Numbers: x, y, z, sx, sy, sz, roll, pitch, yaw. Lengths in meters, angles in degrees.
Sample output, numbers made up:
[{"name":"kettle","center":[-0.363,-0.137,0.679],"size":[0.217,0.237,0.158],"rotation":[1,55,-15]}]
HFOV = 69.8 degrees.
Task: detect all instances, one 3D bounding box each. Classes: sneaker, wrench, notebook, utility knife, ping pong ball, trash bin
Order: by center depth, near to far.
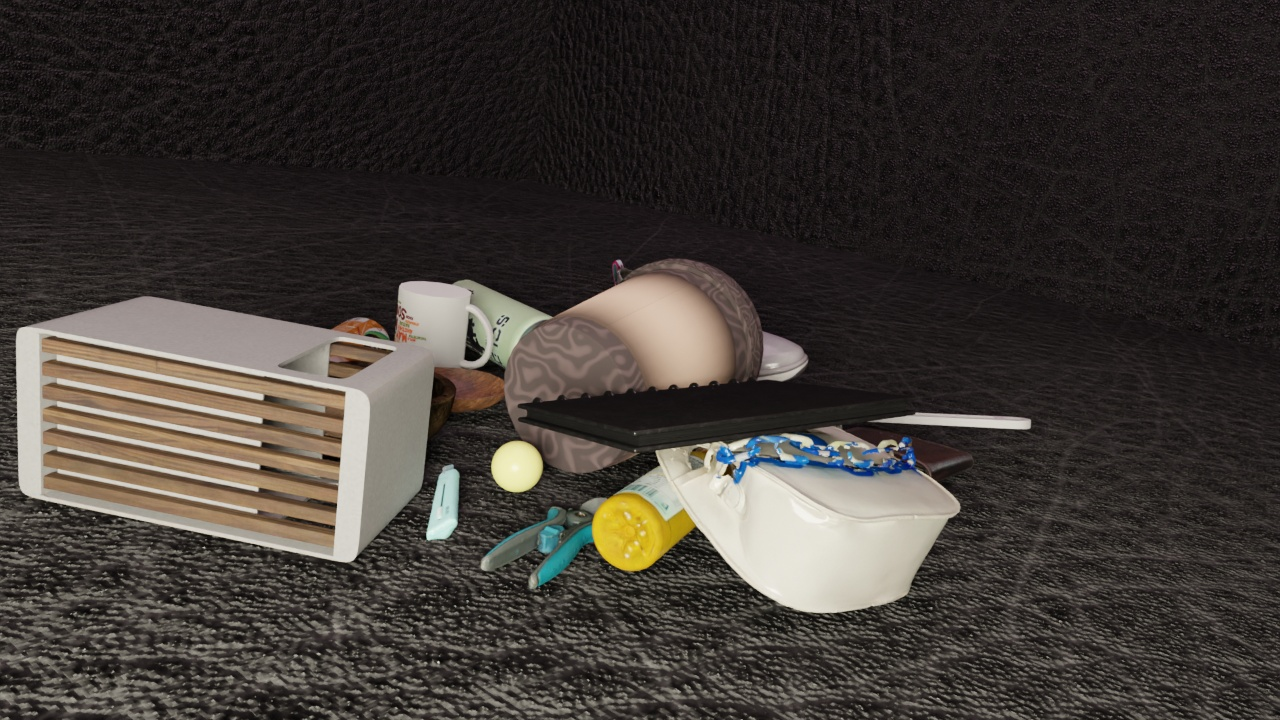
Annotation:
[{"name":"trash bin","center":[-0.273,0.039,0.623],"size":[0.229,0.114,0.114],"rotation":[10,15,5]},{"name":"notebook","center":[0.050,0.034,0.652],"size":[0.231,0.019,0.169],"rotation":[-4,6,-32]},{"name":"utility knife","center":[-0.142,0.101,0.673],"size":[0.022,0.015,0.119],"rotation":[-24,17,-2]},{"name":"ping pong ball","center":[-0.096,0.083,0.716],"size":[0.040,0.040,0.040],"rotation":[9,15,-2]},{"name":"wrench","center":[0.271,0.061,0.977],"size":[0.273,0.018,0.086],"rotation":[2,4,14]},{"name":"sneaker","center":[0.074,-0.045,1.092],"size":[0.263,0.129,0.096],"rotation":[12,30,21]}]

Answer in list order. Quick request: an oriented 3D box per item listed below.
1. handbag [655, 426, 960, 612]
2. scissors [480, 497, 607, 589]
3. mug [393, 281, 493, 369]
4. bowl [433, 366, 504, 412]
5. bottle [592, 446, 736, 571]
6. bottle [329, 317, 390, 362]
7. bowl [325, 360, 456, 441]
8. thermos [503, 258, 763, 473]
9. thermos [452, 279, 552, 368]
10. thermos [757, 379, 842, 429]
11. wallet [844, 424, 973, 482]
[{"name":"handbag","center":[0.114,0.079,0.664],"size":[0.200,0.093,0.199],"rotation":[4,26,-45]},{"name":"scissors","center":[-0.059,0.121,0.638],"size":[0.148,0.019,0.132],"rotation":[3,17,-21]},{"name":"mug","center":[-0.208,-0.030,0.978],"size":[0.105,0.090,0.073],"rotation":[10,15,5]},{"name":"bowl","center":[-0.185,0.032,0.882],"size":[0.114,0.026,0.102],"rotation":[3,15,-20]},{"name":"bottle","center":[0.028,0.102,0.693],"size":[0.053,0.053,0.185],"rotation":[15,15,22]},{"name":"bottle","center":[-0.288,0.003,0.865],"size":[0.059,0.059,0.167],"rotation":[9,14,1]},{"name":"bowl","center":[-0.216,0.045,0.756],"size":[0.121,0.056,0.121],"rotation":[9,15,-2]},{"name":"thermos","center":[-0.005,0.005,0.845],"size":[0.173,0.173,0.225],"rotation":[17,23,27]},{"name":"thermos","center":[-0.143,-0.027,1.045],"size":[0.082,0.082,0.232],"rotation":[-4,19,-41]},{"name":"thermos","center":[0.113,0.044,0.970],"size":[0.052,0.052,0.224],"rotation":[-2,18,-36]},{"name":"wallet","center":[0.261,0.091,0.930],"size":[0.120,0.031,0.099],"rotation":[19,15,40]}]
